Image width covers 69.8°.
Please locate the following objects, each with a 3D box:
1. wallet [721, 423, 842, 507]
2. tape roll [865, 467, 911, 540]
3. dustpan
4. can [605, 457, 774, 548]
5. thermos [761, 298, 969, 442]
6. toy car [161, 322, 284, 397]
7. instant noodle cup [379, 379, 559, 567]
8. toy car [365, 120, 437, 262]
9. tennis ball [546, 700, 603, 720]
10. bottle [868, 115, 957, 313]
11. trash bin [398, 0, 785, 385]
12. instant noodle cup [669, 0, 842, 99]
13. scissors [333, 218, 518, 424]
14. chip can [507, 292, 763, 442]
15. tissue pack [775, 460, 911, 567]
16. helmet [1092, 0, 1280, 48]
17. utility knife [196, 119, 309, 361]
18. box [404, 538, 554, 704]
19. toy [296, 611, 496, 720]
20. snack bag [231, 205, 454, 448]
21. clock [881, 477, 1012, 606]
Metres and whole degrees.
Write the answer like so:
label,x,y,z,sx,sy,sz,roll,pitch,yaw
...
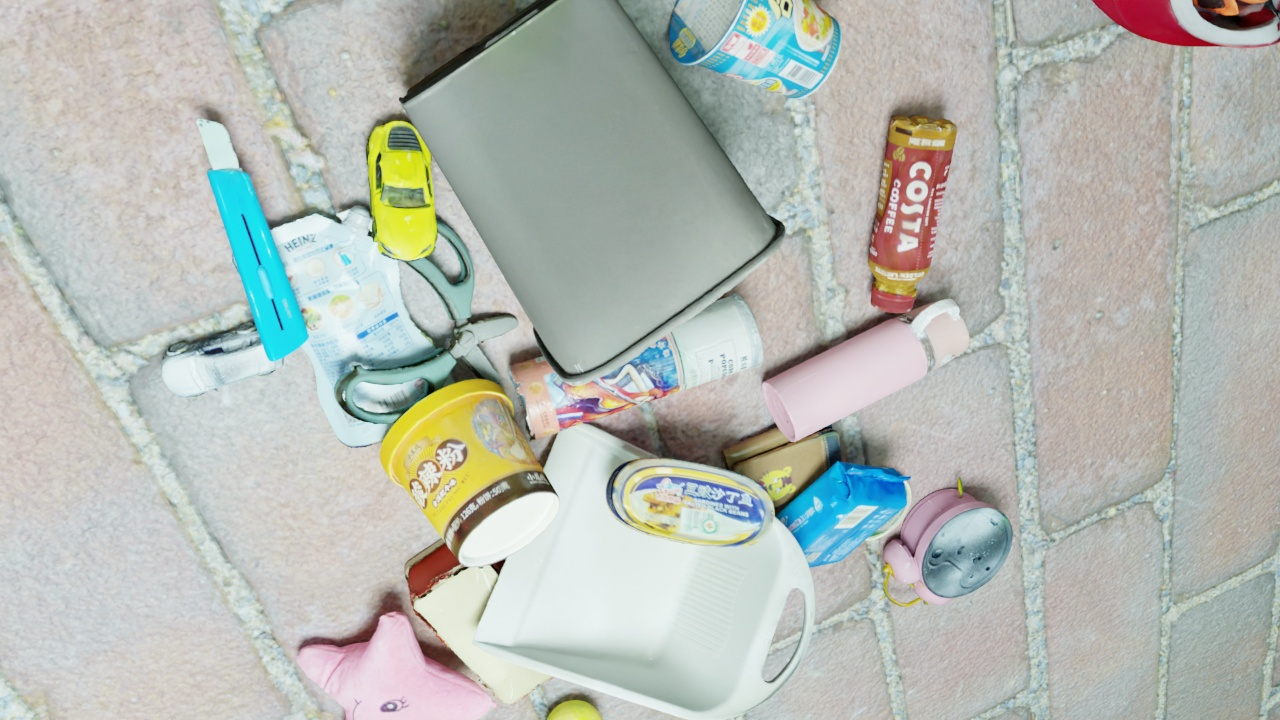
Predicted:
label,x,y,z,sx,sy,sz,roll,pitch,yaw
wallet,0.145,0.104,0.927,0.115,0.033,0.090,-21,120,-6
tape roll,0.254,0.156,0.997,0.085,0.014,0.086,-7,115,-16
dustpan,0.025,0.206,0.837,0.257,0.143,0.222,29,77,-34
can,0.044,0.127,0.820,0.148,0.049,0.074,13,80,-6
thermos,0.218,0.003,0.879,0.198,0.067,0.087,-25,152,-5
toy car,-0.325,0.002,0.714,0.090,0.034,0.043,-17,121,-10
instant noodle cup,-0.135,0.096,0.751,0.118,0.114,0.119,-30,153,-18
toy car,-0.177,-0.127,0.686,0.048,0.032,0.105,-4,85,-22
tennis ball,-0.069,0.390,0.961,0.065,0.065,0.065,-7,115,-16
bottle,0.244,-0.131,0.838,0.057,0.057,0.175,-4,114,-18
trash bin,-0.044,-0.138,0.666,0.198,0.199,0.220,-35,113,-3
instant noodle cup,0.095,-0.256,0.713,0.109,0.099,0.099,16,107,-32
scissors,-0.174,-0.037,0.732,0.169,0.019,0.179,-24,114,-34
chip can,-0.005,0.005,0.805,0.214,0.071,0.071,-18,118,-10
tissue pack,0.194,0.158,0.934,0.094,0.052,0.157,10,132,-37
helmet,0.453,-0.379,0.755,0.206,0.144,0.240,24,89,-27
utility knife,-0.283,-0.086,0.666,0.034,0.018,0.179,-17,110,-13
box,-0.141,0.246,0.863,0.091,0.077,0.168,-34,119,-3
toy,-0.222,0.311,0.859,0.178,0.074,0.195,-3,118,7
snack bag,-0.229,-0.027,0.732,0.110,0.039,0.191,-23,116,-6
clock,0.337,0.215,1.028,0.117,0.060,0.158,36,96,-30
